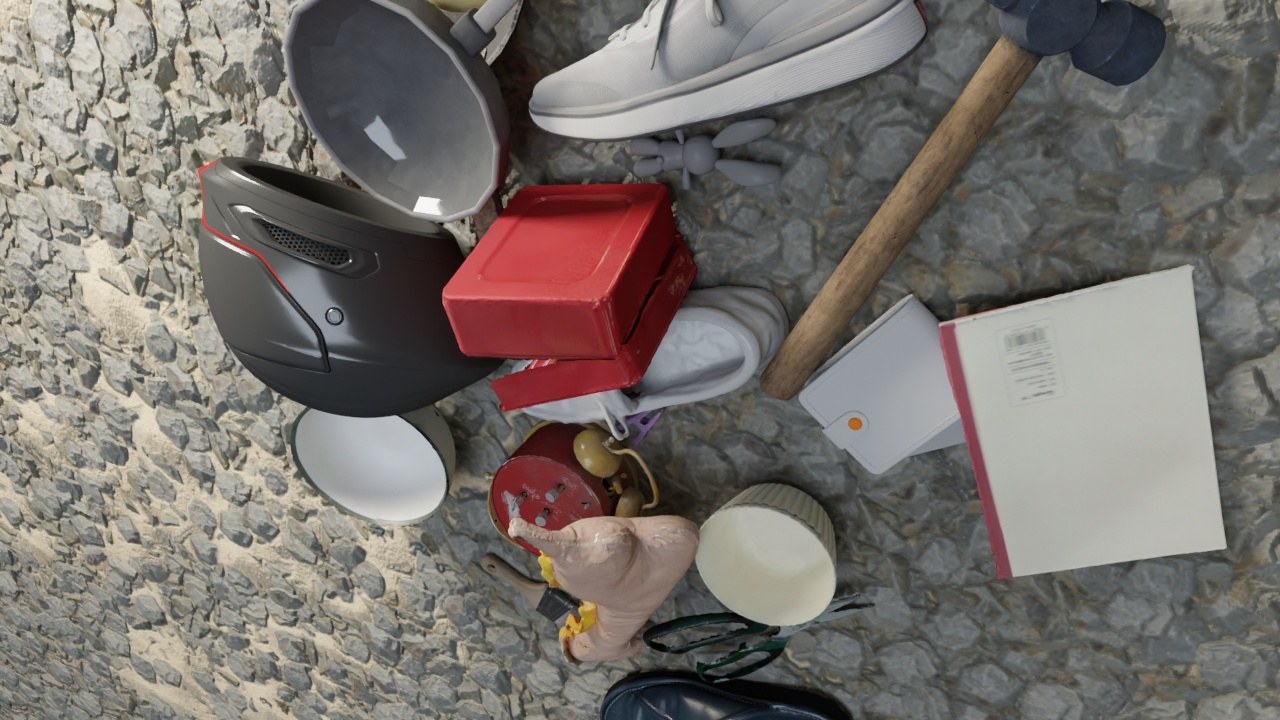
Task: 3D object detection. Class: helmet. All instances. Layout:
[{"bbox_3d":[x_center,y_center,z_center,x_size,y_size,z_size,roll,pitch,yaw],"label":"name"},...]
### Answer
[{"bbox_3d":[-0.236,-0.042,0.740,0.264,0.164,0.170,19,104,-7],"label":"helmet"}]

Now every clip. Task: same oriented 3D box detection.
[{"bbox_3d":[-0.004,0.050,0.779,0.042,0.014,0.052,27,127,14],"label":"clip"}]

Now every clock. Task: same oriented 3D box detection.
[{"bbox_3d":[-0.058,0.116,0.796,0.159,0.081,0.117,-14,109,31],"label":"clock"}]

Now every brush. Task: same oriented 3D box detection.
[{"bbox_3d":[-0.097,0.240,0.923,0.151,0.012,0.039,32,125,7],"label":"brush"}]

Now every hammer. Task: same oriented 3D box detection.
[{"bbox_3d":[0.161,-0.090,0.574,0.129,0.040,0.323,15,128,-19],"label":"hammer"}]

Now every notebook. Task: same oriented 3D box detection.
[{"bbox_3d":[0.298,0.051,0.615,0.153,0.012,0.209,-13,111,18],"label":"notebook"}]

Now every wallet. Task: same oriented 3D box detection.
[{"bbox_3d":[0.191,0.031,0.661,0.115,0.037,0.119,45,122,-2],"label":"wallet"}]

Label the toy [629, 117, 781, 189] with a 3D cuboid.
[{"bbox_3d":[0.042,-0.144,0.642,0.112,0.030,0.049,6,119,32],"label":"toy"}]

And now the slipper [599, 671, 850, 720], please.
[{"bbox_3d":[0.065,0.365,0.870,0.266,0.083,0.109,-7,114,30],"label":"slipper"}]

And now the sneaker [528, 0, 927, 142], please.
[{"bbox_3d":[0.035,-0.215,0.574,0.264,0.096,0.129,-9,109,25],"label":"sneaker"}]

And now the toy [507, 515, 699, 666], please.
[{"bbox_3d":[-0.044,0.200,0.784,0.196,0.065,0.265,8,141,-19],"label":"toy"}]

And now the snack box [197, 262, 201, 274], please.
[{"bbox_3d":[-0.347,-0.077,0.857,0.148,0.025,0.080,-16,95,31],"label":"snack box"}]

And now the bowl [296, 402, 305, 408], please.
[{"bbox_3d":[-0.315,0.010,0.886,0.114,0.045,0.114,11,120,20],"label":"bowl"}]

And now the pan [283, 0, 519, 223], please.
[{"bbox_3d":[-0.109,-0.205,0.583,0.178,0.041,0.358,48,140,-18],"label":"pan"}]

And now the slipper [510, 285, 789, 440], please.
[{"bbox_3d":[-0.004,0.004,0.726,0.247,0.074,0.112,-12,94,32],"label":"slipper"}]

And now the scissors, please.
[{"bbox_3d":[0.096,0.227,0.788,0.142,0.015,0.210,32,127,-30],"label":"scissors"}]

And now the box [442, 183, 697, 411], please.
[{"bbox_3d":[-0.046,-0.056,0.647,0.135,0.157,0.112,-9,122,26],"label":"box"}]

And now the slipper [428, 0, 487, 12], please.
[{"bbox_3d":[-0.043,-0.294,0.547,0.262,0.079,0.111,-21,110,20],"label":"slipper"}]

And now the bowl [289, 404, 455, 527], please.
[{"bbox_3d":[-0.241,0.077,0.859,0.153,0.072,0.154,6,126,8],"label":"bowl"}]

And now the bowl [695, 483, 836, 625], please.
[{"bbox_3d":[0.108,0.150,0.747,0.115,0.062,0.115,11,120,20],"label":"bowl"}]

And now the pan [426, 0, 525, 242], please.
[{"bbox_3d":[-0.145,-0.228,0.684,0.208,0.040,0.357,-3,115,27],"label":"pan"}]
